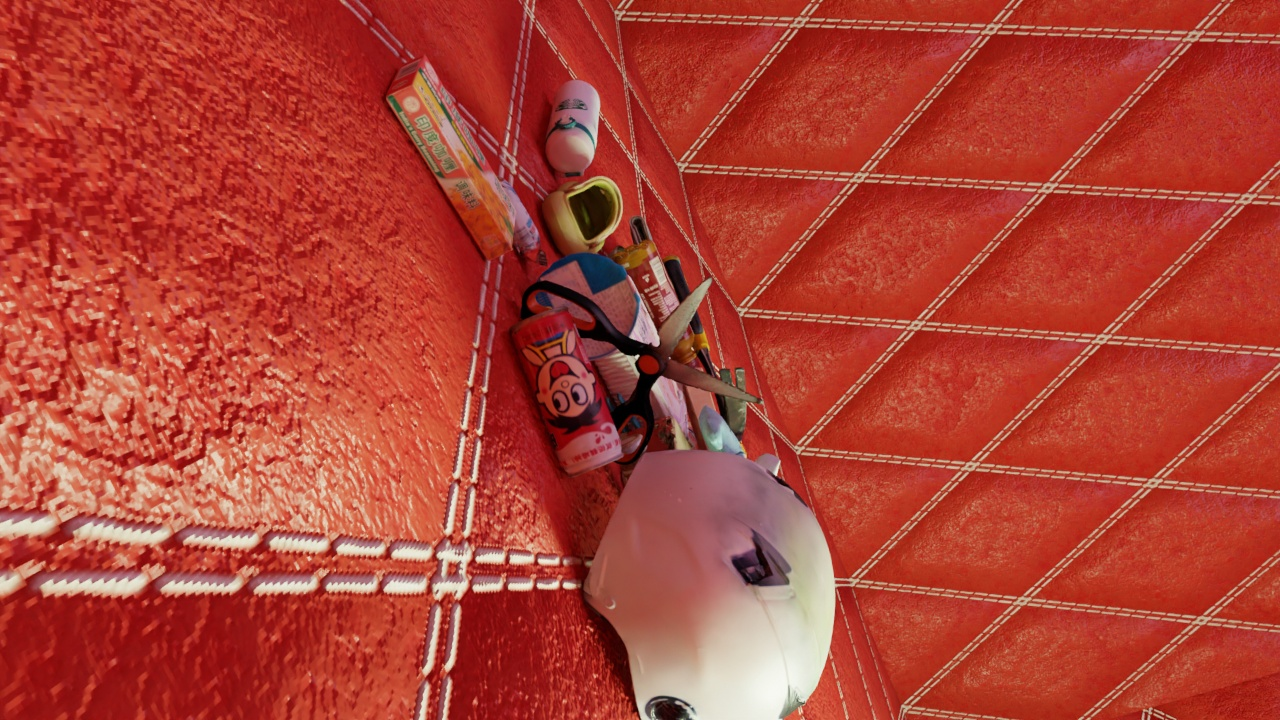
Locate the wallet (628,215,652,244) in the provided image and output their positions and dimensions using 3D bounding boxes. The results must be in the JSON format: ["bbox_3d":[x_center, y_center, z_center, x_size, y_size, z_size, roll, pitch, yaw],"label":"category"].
[{"bbox_3d":[0.012,-0.120,1.251,0.130,0.037,0.106,71,3,-66],"label":"wallet"}]

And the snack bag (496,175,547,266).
[{"bbox_3d":[-0.118,-0.133,0.854,0.104,0.026,0.048,62,1,-31],"label":"snack bag"}]

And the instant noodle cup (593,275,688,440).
[{"bbox_3d":[-0.006,0.006,1.027,0.137,0.060,0.173,-89,153,-63],"label":"instant noodle cup"}]

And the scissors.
[{"bbox_3d":[-0.007,-0.001,0.785,0.221,0.231,0.021,35,40,3],"label":"scissors"}]

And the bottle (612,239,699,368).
[{"bbox_3d":[0.024,-0.063,1.153,0.057,0.057,0.175,-69,136,-73],"label":"bottle"}]

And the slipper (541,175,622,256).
[{"bbox_3d":[-0.057,-0.170,1.070,0.190,0.082,0.091,-60,130,-72],"label":"slipper"}]

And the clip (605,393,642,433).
[{"bbox_3d":[-0.018,0.059,0.975,0.014,0.046,0.057,-87,152,-62],"label":"clip"}]

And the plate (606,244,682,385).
[{"bbox_3d":[0.004,-0.047,1.253,0.230,0.027,0.230,-22,90,-79],"label":"plate"}]

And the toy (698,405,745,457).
[{"bbox_3d":[0.103,0.134,0.977,0.156,0.050,0.161,-100,165,-48],"label":"toy"}]

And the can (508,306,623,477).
[{"bbox_3d":[-0.060,0.026,0.754,0.053,0.053,0.132,-11,79,-78],"label":"can"}]

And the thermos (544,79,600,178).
[{"bbox_3d":[-0.089,-0.309,1.204,0.223,0.073,0.073,-92,157,-59],"label":"thermos"}]

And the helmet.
[{"bbox_3d":[0.084,0.188,0.756,0.259,0.146,0.228,63,29,-16],"label":"helmet"}]

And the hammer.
[{"bbox_3d":[0.080,-0.027,1.218,0.126,0.032,0.322,96,-18,-46],"label":"hammer"}]

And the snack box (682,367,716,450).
[{"bbox_3d":[0.083,0.095,1.099,0.084,0.026,0.157,83,-8,-65],"label":"snack box"}]

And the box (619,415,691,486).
[{"bbox_3d":[0.047,0.142,0.976,0.091,0.078,0.168,-96,161,-53],"label":"box"}]

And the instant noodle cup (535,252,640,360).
[{"bbox_3d":[-0.049,-0.054,0.878,0.110,0.099,0.099,-80,147,-83],"label":"instant noodle cup"}]

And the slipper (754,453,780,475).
[{"bbox_3d":[0.140,0.227,1.074,0.104,0.074,0.244,81,23,-61],"label":"slipper"}]

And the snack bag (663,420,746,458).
[{"bbox_3d":[0.077,0.132,1.185,0.128,0.073,0.207,66,18,11],"label":"snack bag"}]

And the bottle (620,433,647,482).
[{"bbox_3d":[0.027,0.169,0.885,0.059,0.060,0.206,-60,127,-75],"label":"bottle"}]

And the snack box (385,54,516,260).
[{"bbox_3d":[-0.151,-0.165,0.753,0.077,0.027,0.156,-97,162,-55],"label":"snack box"}]
